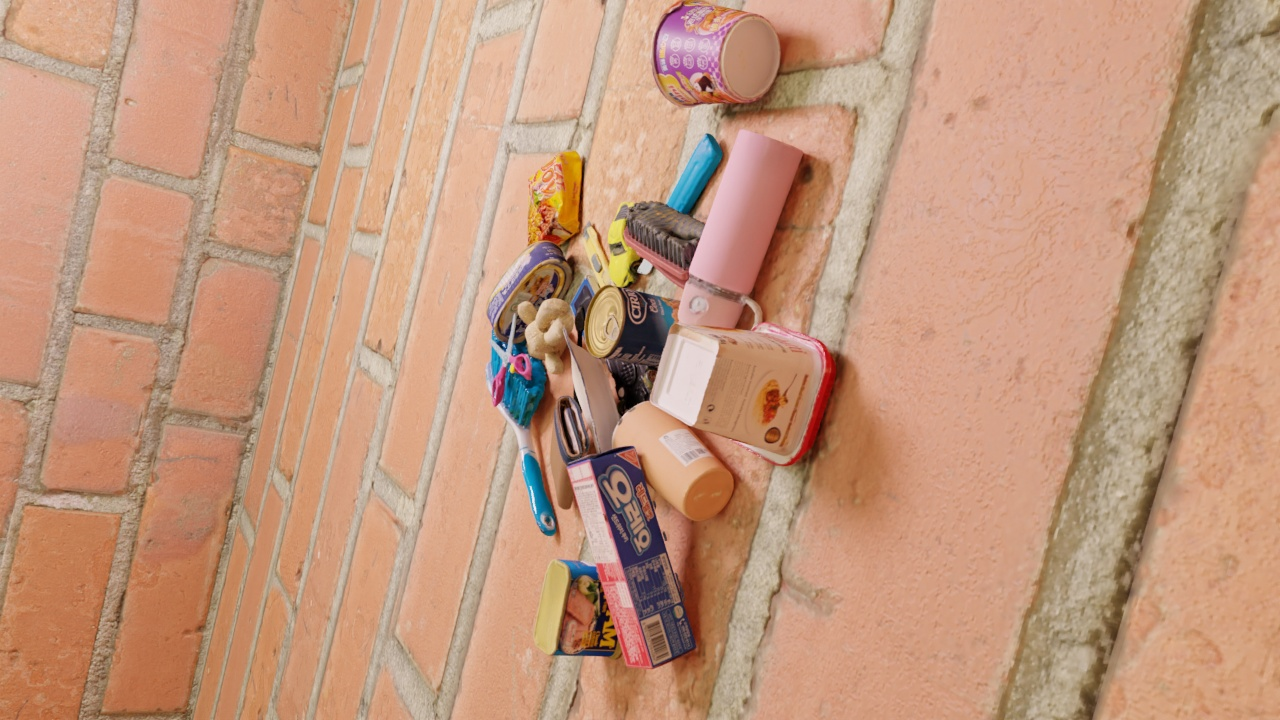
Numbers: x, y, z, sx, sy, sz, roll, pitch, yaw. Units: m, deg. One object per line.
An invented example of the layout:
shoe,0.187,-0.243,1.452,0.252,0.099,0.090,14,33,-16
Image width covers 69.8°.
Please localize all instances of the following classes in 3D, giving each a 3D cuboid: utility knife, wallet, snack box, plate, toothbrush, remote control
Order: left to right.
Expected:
wallet,-0.088,0.111,1.095,0.115,0.033,0.090,104,157,-46
toothbrush,-0.076,0.026,1.122,0.016,0.014,0.189,-87,-2,-85
remote control,-0.056,-0.050,1.136,0.049,0.024,0.124,-57,39,30
plate,-0.047,0.055,1.023,0.164,0.034,0.163,85,168,-62
utility knife,-0.046,-0.114,1.157,0.031,0.019,0.183,-62,40,34
snack box,-0.010,0.188,0.889,0.058,0.057,0.207,-26,81,58
utility knife,0.040,-0.169,1.032,0.034,0.018,0.183,51,125,31

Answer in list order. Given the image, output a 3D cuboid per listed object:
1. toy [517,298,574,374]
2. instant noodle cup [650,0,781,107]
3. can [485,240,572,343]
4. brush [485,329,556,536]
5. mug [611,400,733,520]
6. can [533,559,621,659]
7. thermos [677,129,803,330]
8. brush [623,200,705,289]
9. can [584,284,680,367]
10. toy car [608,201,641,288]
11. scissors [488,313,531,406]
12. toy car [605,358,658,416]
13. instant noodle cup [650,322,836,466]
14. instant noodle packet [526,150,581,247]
toy,-0.113,-0.036,1.154,0.105,0.066,0.157,56,162,4
instant noodle cup,0.081,-0.312,0.942,0.099,0.111,0.111,29,104,48
can,-0.152,-0.091,1.248,0.148,0.074,0.049,-50,42,21
brush,-0.152,0.084,1.222,0.314,0.060,0.110,58,133,45
mug,0.035,0.100,0.905,0.123,0.078,0.078,39,113,49
can,-0.061,0.266,0.984,0.057,0.083,0.102,8,86,58
thermos,0.101,-0.114,0.885,0.087,0.067,0.199,24,101,27
brush,0.031,-0.121,0.985,0.146,0.063,0.069,37,146,48
can,0.008,-0.032,0.952,0.075,0.111,0.075,-22,63,54
toy car,-0.020,-0.139,1.103,0.048,0.032,0.105,-7,76,56
scissors,-0.174,0.003,1.202,0.133,0.017,0.134,38,119,51
toy car,-0.006,0.006,1.023,0.070,0.042,0.158,-47,47,41
instant noodle cup,0.085,0.021,0.800,0.116,0.124,0.117,27,103,57
instant noodle packet,-0.123,-0.221,1.281,0.111,0.044,0.128,-24,60,47
